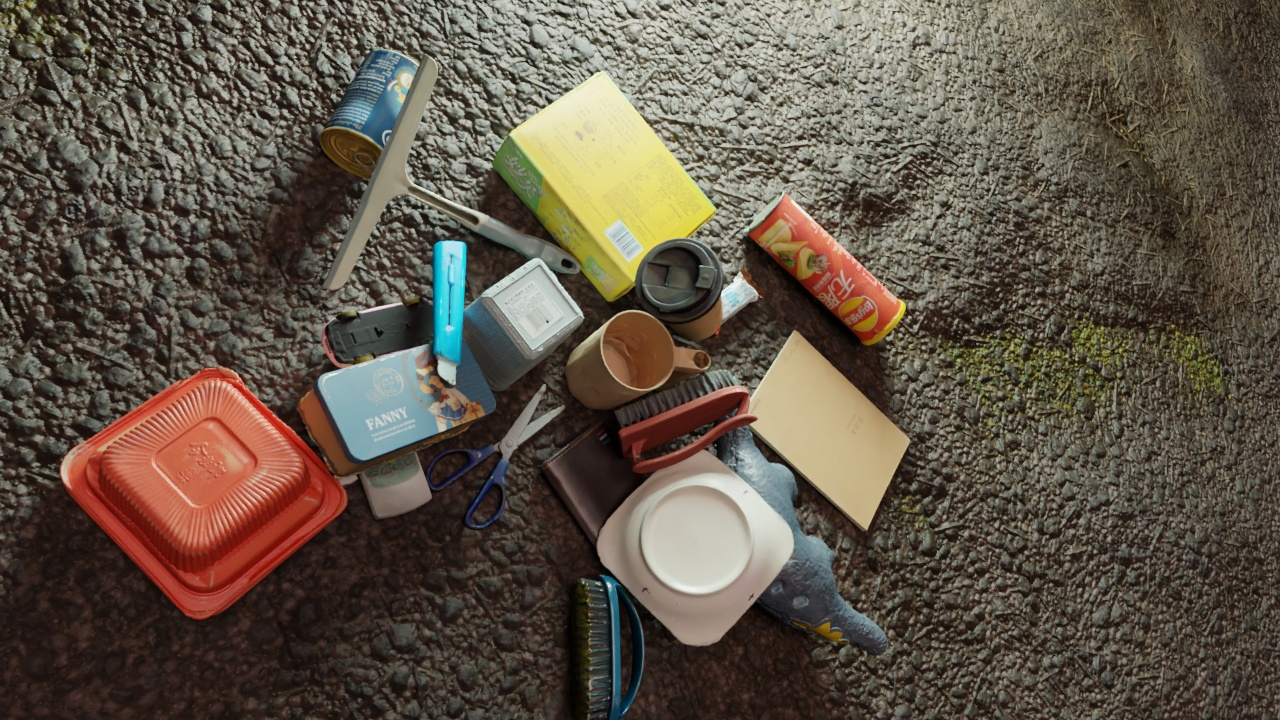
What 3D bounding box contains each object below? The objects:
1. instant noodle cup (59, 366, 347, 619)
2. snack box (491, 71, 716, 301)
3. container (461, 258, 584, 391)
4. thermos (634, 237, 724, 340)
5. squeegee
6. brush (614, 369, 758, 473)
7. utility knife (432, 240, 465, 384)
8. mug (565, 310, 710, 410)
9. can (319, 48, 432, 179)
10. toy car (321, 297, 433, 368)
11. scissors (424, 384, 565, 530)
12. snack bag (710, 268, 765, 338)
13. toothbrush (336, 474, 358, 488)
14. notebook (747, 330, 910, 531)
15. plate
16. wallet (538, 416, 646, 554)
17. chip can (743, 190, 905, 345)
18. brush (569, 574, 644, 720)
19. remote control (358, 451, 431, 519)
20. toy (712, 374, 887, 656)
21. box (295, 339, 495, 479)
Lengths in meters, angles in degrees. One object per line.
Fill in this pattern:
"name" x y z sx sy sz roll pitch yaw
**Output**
"instant noodle cup" -0.361 0.096 0.765 0.189 0.079 0.164 43 57 5
"snack box" -0.038 -0.195 1.030 0.210 0.070 0.157 49 60 -5
"container" -0.123 -0.038 0.915 0.090 0.112 0.090 -40 94 -30
"thermos" 0.051 -0.070 0.990 0.093 0.143 0.093 -4 74 13
"squeegee" -0.170 -0.146 0.959 0.246 0.039 0.246 23 93 -31
"brush" 0.048 0.064 0.952 0.145 0.063 0.069 -22 64 -8
"utility knife" -0.184 -0.049 0.882 0.034 0.018 0.166 14 53 -30
"mug" -0.006 0.006 0.965 0.124 0.104 0.084 8 71 -25
"can" -0.265 -0.250 0.929 0.075 0.075 0.111 27 64 -17
"toy car" -0.250 -0.025 0.893 0.122 0.037 0.056 -18 86 -42
"scissors" -0.136 0.099 0.925 0.169 0.012 0.146 -10 79 -28
"snack bag" 0.106 -0.070 1.089 0.105 0.026 0.045 -38 84 -31
"toothbrush" -0.338 0.141 0.809 0.187 0.016 0.017 -22 93 -30
"notebook" 0.228 0.083 1.114 0.211 0.012 0.149 42 60 -10
"plate" 0.055 0.179 0.915 0.164 0.034 0.163 41 75 15
"wallet" -0.038 0.134 0.961 0.096 0.020 0.122 -36 95 -31
"chip can" 0.230 -0.114 1.139 0.216 0.073 0.073 42 61 -10
"brush" -0.032 0.283 0.896 0.073 0.055 0.143 5 72 -25
"remote control" -0.245 0.081 0.869 0.056 0.019 0.135 -17 81 -30
"toy" 0.145 0.187 0.994 0.137 0.092 0.356 -27 89 -34
"box" -0.225 0.042 0.840 0.183 0.059 0.090 -24 83 -51
